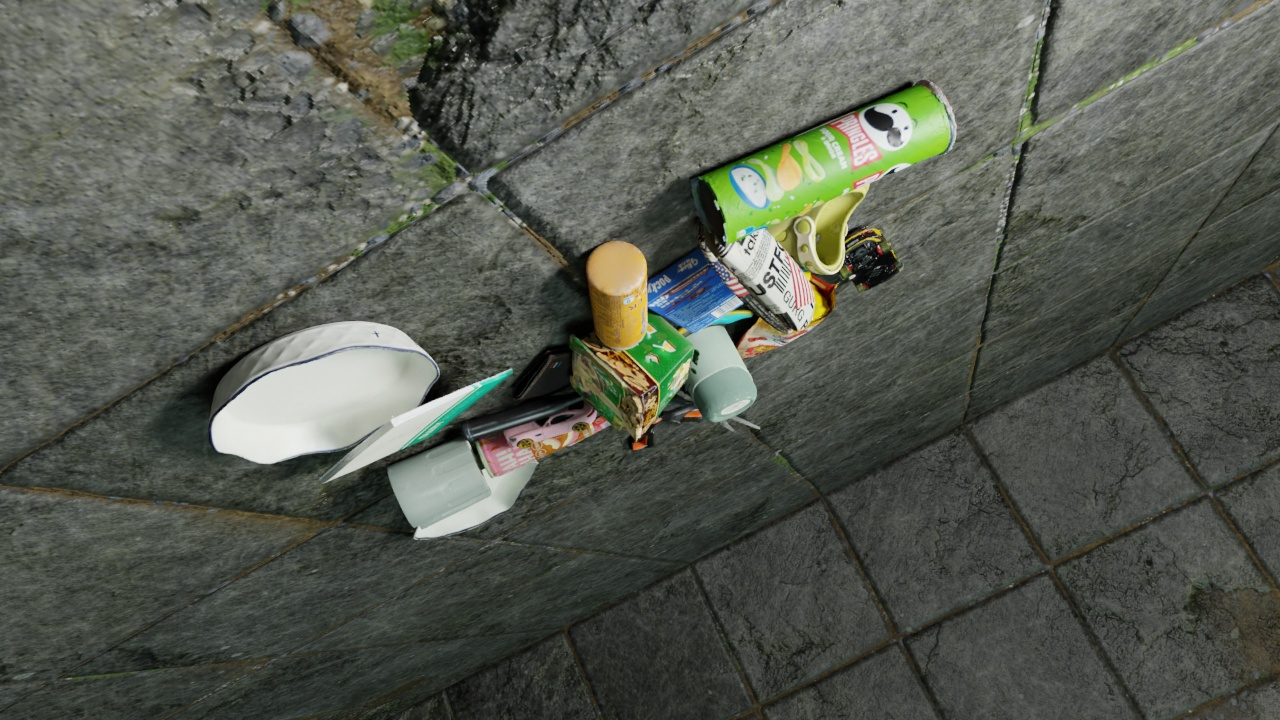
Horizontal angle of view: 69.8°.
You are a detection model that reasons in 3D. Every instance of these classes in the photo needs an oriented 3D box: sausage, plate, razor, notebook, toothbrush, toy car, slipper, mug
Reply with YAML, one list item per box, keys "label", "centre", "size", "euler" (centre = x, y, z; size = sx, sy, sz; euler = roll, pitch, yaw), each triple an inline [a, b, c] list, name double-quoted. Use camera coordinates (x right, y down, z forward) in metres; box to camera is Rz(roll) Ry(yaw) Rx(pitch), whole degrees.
- label: "sausage"
  centre: [-0.048, 0.085, 1.321]
  size: [0.156, 0.020, 0.020]
  euler: [-28, 160, 5]
- label: "plate"
  centre: [-0.245, 0.191, 1.324]
  size: [0.161, 0.034, 0.266]
  euler: [-14, 157, -28]
- label: "razor"
  centre: [0.078, -0.040, 1.147]
  size: [0.132, 0.028, 0.043]
  euler: [-22, -177, -1]
- label: "plate"
  centre: [-0.293, 0.028, 0.846]
  size: [0.204, 0.045, 0.205]
  euler: [-22, 159, -9]
- label: "notebook"
  centre: [-0.240, 0.070, 0.970]
  size: [0.150, 0.012, 0.210]
  euler: [-25, 175, -42]
- label: "toothbrush"
  centre: [-0.112, 0.057, 1.110]
  size: [0.213, 0.027, 0.026]
  euler: [-16, -172, 3]
- label: "toy car"
  centre: [-0.113, 0.070, 1.141]
  size: [0.122, 0.056, 0.037]
  euler: [-18, 133, 1]
- label: "toy car"
  centre: [0.288, -0.126, 1.165]
  size: [0.071, 0.041, 0.155]
  euler: [-33, 157, 18]
- label: "slipper"
  centre: [0.177, -0.126, 0.980]
  size: [0.091, 0.081, 0.191]
  euler: [-3, 148, -42]
- label: "mug"
  centre: [0.101, 0.024, 1.220]
  size: [0.082, 0.106, 0.112]
  euler: [-29, 161, 4]
- label: "mug"
  centre: [-0.248, 0.159, 1.158]
  size: [0.103, 0.083, 0.124]
  euler: [-25, 146, -9]

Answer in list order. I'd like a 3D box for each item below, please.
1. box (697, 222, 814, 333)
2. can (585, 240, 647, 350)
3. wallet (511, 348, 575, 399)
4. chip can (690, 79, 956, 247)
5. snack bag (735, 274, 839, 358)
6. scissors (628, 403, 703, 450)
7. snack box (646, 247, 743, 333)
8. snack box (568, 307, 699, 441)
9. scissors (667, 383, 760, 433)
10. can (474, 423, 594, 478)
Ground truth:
- label: "box"
  centre: [0.111, -0.083, 0.944]
  size: [0.079, 0.074, 0.163]
  euler: [-10, 143, 41]
- label: "can"
  centre: [-0.022, -0.062, 0.927]
  size: [0.058, 0.058, 0.146]
  euler: [-23, 160, -8]
- label: "wallet"
  centre: [-0.084, 0.010, 1.095]
  size: [0.122, 0.020, 0.097]
  euler: [-9, 154, -43]
- label: "chip can"
  centre: [0.167, -0.180, 0.843]
  size: [0.236, 0.072, 0.072]
  euler: [-24, 160, -5]
- label: "snack bag"
  centre: [0.191, -0.052, 1.224]
  size: [0.128, 0.073, 0.208]
  euler: [-23, 167, -11]
- label: "scissors"
  centre: [0.026, 0.099, 1.439]
  size: [0.220, 0.021, 0.224]
  euler: [-10, 155, -39]
- label: "snack box"
  centre: [0.064, -0.076, 1.042]
  size: [0.085, 0.026, 0.157]
  euler: [-32, 159, 15]
- label: "snack box"
  centre: [-0.006, 0.006, 1.044]
  size: [0.105, 0.117, 0.118]
  euler: [-40, 160, -23]
- label: "scissors"
  centre: [0.084, 0.063, 1.272]
  size: [0.172, 0.014, 0.159]
  euler: [9, -160, 4]
- label: "can"
  centre: [-0.136, 0.098, 1.190]
  size: [0.147, 0.058, 0.058]
  euler: [-24, 160, -6]
